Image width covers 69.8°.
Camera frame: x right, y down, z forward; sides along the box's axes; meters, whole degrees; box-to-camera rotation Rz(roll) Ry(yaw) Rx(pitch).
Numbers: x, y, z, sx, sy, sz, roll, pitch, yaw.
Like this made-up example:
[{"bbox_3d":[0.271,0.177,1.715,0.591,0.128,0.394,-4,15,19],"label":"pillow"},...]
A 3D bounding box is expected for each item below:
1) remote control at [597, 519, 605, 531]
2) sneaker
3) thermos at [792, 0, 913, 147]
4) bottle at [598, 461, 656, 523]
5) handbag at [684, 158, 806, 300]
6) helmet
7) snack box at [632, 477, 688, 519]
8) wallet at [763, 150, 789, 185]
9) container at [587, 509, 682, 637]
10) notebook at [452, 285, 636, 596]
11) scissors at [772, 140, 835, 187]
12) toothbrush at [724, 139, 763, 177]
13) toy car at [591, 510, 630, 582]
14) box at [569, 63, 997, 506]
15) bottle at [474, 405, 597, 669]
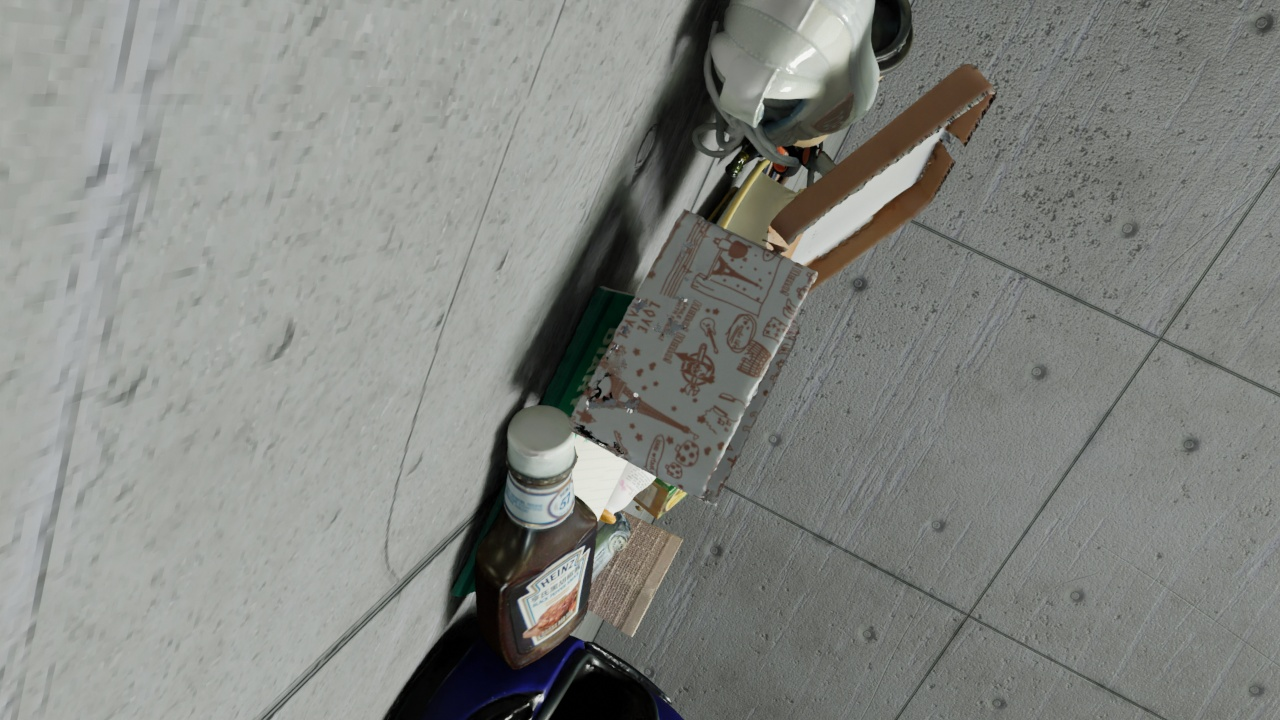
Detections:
[{"bbox_3d":[-0.026,0.115,0.893,0.053,0.024,0.136,112,-3,-46],"label":"remote control"},{"bbox_3d":[0.081,-0.150,0.528,0.091,0.089,0.242,-62,172,6],"label":"sneaker"},{"bbox_3d":[0.152,-0.237,0.735,0.092,0.093,0.143,-60,180,-22],"label":"thermos"},{"bbox_3d":[-0.014,0.093,0.833,0.108,0.063,0.063,-60,172,-20],"label":"bottle"},{"bbox_3d":[0.065,-0.083,0.829,0.162,0.063,0.179,-57,-175,-38],"label":"handbag"},{"bbox_3d":[-0.063,0.332,0.677,0.246,0.240,0.316,-61,172,-26],"label":"helmet"},{"bbox_3d":[0.026,0.099,0.995,0.105,0.118,0.118,-47,166,-29],"label":"snack box"},{"bbox_3d":[0.177,-0.253,1.047,0.115,0.033,0.090,-58,174,-39],"label":"wallet"},{"bbox_3d":[-0.030,0.213,0.965,0.089,0.111,0.090,-54,169,-51],"label":"container"},{"bbox_3d":[-0.036,0.053,0.601,0.209,0.012,0.150,-64,157,10],"label":"notebook"},{"bbox_3d":[0.166,-0.211,0.877,0.234,0.021,0.221,-117,-145,-75],"label":"scissors"},{"bbox_3d":[0.107,-0.192,0.802,0.027,0.026,0.212,-53,178,31],"label":"toothbrush"},{"bbox_3d":[-0.059,0.192,0.884,0.120,0.037,0.054,-48,-155,-10],"label":"toy car"},{"bbox_3d":[0.080,-0.041,0.525,0.259,0.110,0.179,-61,170,-5],"label":"box"},{"bbox_3d":[-0.061,0.106,0.544,0.079,0.044,0.195,-30,144,-34],"label":"bottle"}]
